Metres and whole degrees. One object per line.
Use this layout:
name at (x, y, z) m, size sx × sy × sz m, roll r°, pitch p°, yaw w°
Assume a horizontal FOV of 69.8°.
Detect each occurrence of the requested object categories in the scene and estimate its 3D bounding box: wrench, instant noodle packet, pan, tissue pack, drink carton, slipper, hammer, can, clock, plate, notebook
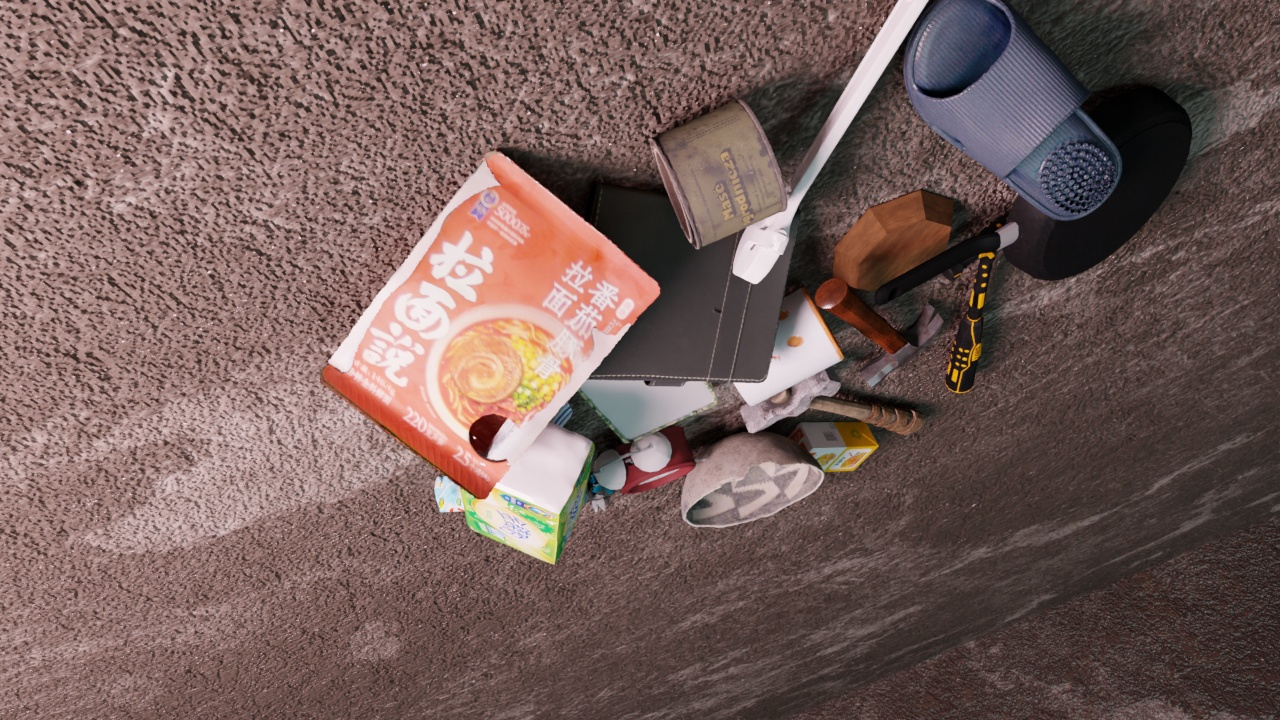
wrench at (0.144, -0.172, 0.698) m, size 0.018 × 0.066 × 0.274 m, roll 23°, pitch 118°, yaw -13°
instant noodle packet at (-0.112, -0.028, 0.705) m, size 0.164 × 0.083 × 0.221 m, roll 40°, pitch 109°, yaw -8°
pan at (0.379, -0.128, 0.875) m, size 0.355 × 0.044 × 0.204 m, roll -28°, pitch 144°, yaw -12°
tissue pack at (-0.098, 0.096, 0.894) m, size 0.120 × 0.141 × 0.198 m, roll 25°, pitch 154°, yaw -1°
drink carton at (-0.160, 0.140, 0.999) m, size 0.128 × 0.038 × 0.044 m, roll 4°, pitch 139°, yaw -34°
slipper at (0.309, -0.182, 0.726) m, size 0.263 × 0.082 × 0.101 m, roll 31°, pitch 116°, yaw -31°
hammer at (0.382, -0.052, 1.043) m, size 0.123 × 0.036 × 0.321 m, roll -35°, pitch 149°, yaw -8°
hammer at (0.241, -0.036, 0.946) m, size 0.111 × 0.028 × 0.300 m, roll -41°, pitch 154°, yaw 16°
drink carton at (0.241, 0.113, 1.195) m, size 0.122 × 0.040 × 0.059 m, roll 2°, pitch 140°, yaw -32°
can at (0.057, -0.138, 0.685) m, size 0.074 × 0.089 × 0.090 m, roll -24°, pitch 147°, yaw 1°
hammer at (0.259, 0.060, 1.132) m, size 0.318 × 0.049 × 0.122 m, roll 13°, pitch 137°, yaw -44°
clock at (0.007, 0.112, 1.024) m, size 0.096 × 0.048 × 0.137 m, roll -29°, pitch 162°, yaw 27°
plate at (0.251, -0.109, 0.898) m, size 0.131 × 0.025 × 0.131 m, roll -15°, pitch 146°, yaw -11°
notebook at (0.037, -0.057, 0.780) m, size 0.208 × 0.029 × 0.170 m, roll 3°, pitch 108°, yaw -29°

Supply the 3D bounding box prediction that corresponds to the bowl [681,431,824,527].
bowl at (0.128, 0.135, 1.120) m, size 0.178 × 0.081 × 0.179 m, roll -12°, pitch 151°, yaw -7°

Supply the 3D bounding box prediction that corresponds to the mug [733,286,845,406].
mug at (0.138, -0.013, 0.919) m, size 0.105 × 0.082 × 0.082 m, roll -30°, pitch 146°, yaw 13°

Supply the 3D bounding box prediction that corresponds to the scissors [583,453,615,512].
scissors at (-0.053, 0.148, 1.093) m, size 0.126 × 0.019 × 0.145 m, roll 8°, pitch 138°, yaw -39°

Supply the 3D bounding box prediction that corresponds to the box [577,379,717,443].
box at (-0.005, 0.005, 0.892) m, size 0.118 × 0.050 × 0.205 m, roll -25°, pitch 146°, yaw 9°
